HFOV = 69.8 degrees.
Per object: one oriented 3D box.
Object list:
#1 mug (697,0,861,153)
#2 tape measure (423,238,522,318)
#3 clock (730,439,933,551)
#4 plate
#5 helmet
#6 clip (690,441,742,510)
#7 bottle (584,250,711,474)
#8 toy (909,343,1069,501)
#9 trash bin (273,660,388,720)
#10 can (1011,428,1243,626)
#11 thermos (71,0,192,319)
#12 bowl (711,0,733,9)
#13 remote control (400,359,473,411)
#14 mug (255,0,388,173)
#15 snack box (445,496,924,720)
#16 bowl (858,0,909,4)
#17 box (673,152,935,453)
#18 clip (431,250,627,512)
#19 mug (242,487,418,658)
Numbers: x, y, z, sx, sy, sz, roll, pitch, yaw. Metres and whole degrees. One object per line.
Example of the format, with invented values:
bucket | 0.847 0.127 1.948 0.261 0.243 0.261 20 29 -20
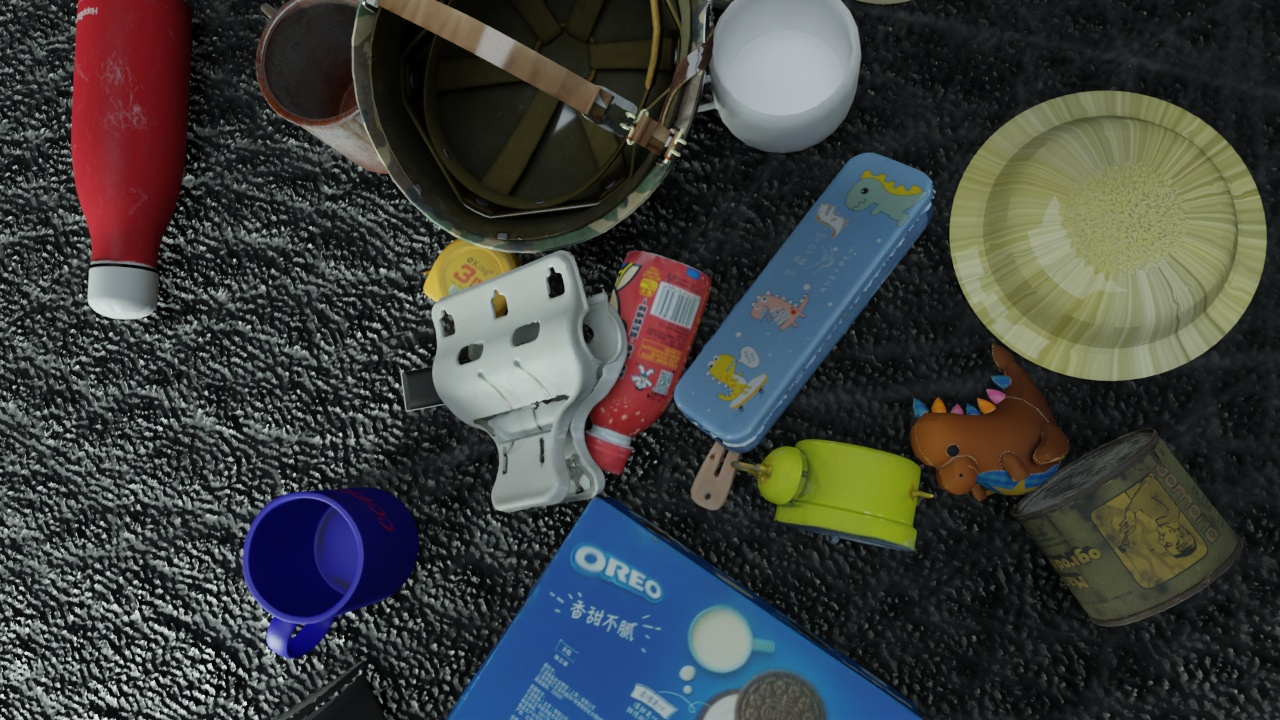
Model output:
mug | 0.081 -0.182 0.585 0.116 0.068 0.094 -14 82 8
tape measure | -0.110 -0.056 0.624 0.068 0.030 0.059 33 90 9
clock | 0.111 0.079 0.547 0.119 0.083 0.057 11 81 7
plate | 0.286 -0.082 0.555 0.184 0.036 0.184 -1 83 9
helmet | -0.058 -0.172 0.516 0.192 0.235 0.225 27 121 -5
clip | 0.052 0.066 0.585 0.026 0.049 0.061 27 62 11
bottle | -0.003 0.003 0.585 0.062 0.062 0.137 19 87 11
toy | 0.200 0.033 0.545 0.090 0.071 0.102 8 62 -15
trash bin | -0.202 0.336 0.527 0.197 0.197 0.220 -34 86 3
can | 0.271 0.094 0.515 0.090 0.090 0.074 -35 80 4
thermos | -0.365 -0.149 0.655 0.073 0.073 0.239 -1 85 9
bowl | 0.059 -0.280 0.593 0.115 0.062 0.115 -2 86 26
remote control | -0.105 0.010 0.626 0.124 0.012 0.028 -11 83 8
mug | -0.199 -0.192 0.615 0.123 0.110 0.096 43 87 11
snack box | 0.018 0.227 0.562 0.239 0.056 0.195 33 90 12
bowl | 0.161 -0.299 0.580 0.118 0.074 0.118 -1 84 9
box | 0.101 -0.040 0.564 0.067 0.052 0.209 37 82 13
clip | -0.061 0.018 0.564 0.126 0.089 0.150 -17 91 39
mug | -0.204 0.138 0.594 0.079 0.083 0.111 22 88 11
